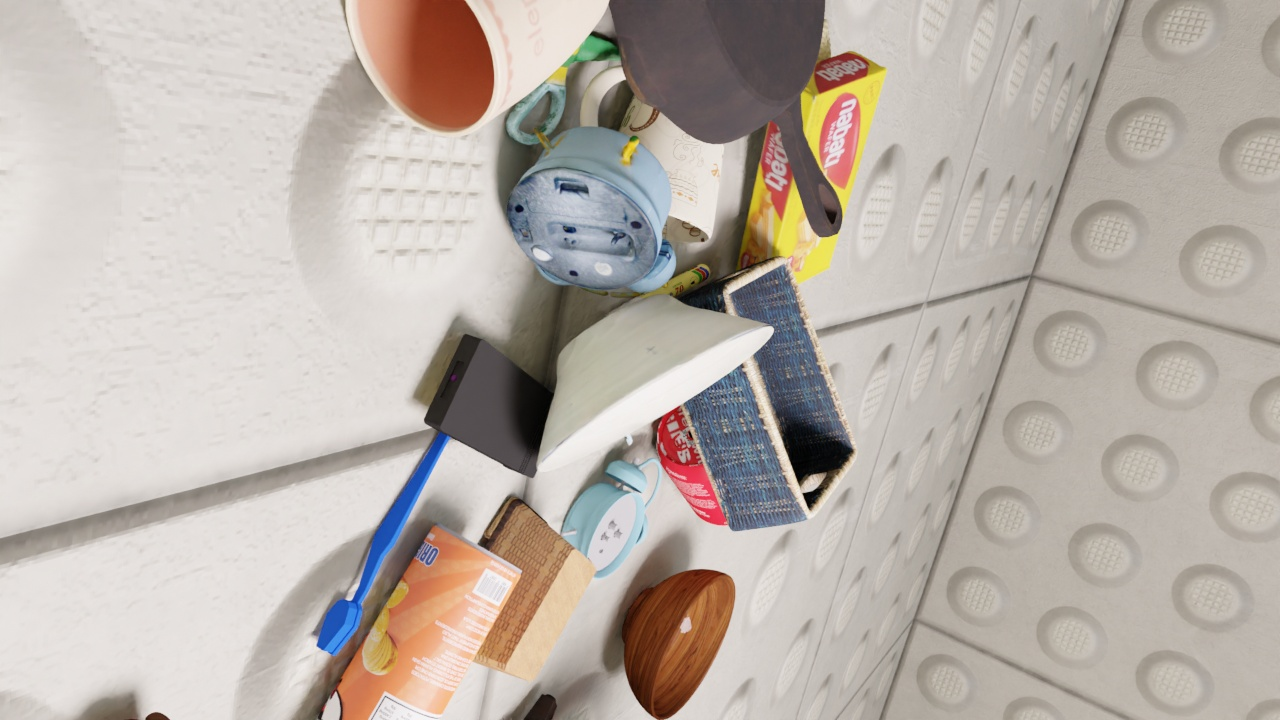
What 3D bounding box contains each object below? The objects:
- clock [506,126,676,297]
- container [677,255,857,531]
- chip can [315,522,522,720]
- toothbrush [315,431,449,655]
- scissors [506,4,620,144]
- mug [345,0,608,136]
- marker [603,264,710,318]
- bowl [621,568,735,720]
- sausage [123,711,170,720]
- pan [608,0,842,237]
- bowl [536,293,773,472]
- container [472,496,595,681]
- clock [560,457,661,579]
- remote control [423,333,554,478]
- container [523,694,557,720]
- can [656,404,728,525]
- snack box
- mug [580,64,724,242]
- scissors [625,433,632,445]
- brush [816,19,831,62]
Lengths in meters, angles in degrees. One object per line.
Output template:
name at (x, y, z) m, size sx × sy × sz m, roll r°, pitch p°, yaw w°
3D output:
clock at (-0.025, -0.079, 0.536) m, size 0.125 × 0.089 × 0.051 m, roll 80°, pitch 23°, yaw -49°
container at (0.094, 0.023, 0.736) m, size 0.145 × 0.071 × 0.187 m, roll -31°, pitch 101°, yaw -58°
chip can at (-0.149, 0.203, 0.539) m, size 0.210 × 0.062 × 0.062 m, roll -60°, pitch 151°, yaw -15°
toothbrush at (-0.136, 0.081, 0.533) m, size 0.186 × 0.016 × 0.011 m, roll -64°, pitch 152°, yaw -13°
scissors at (-0.042, -0.172, 0.523) m, size 0.128 × 0.012 × 0.120 m, roll -14°, pitch 122°, yaw -55°
mug at (-0.073, -0.173, 0.410) m, size 0.104 × 0.085 × 0.111 m, roll -48°, pitch 116°, yaw -38°
marker at (0.015, -0.050, 0.704) m, size 0.132 × 0.014 × 0.014 m, roll -31°, pitch 135°, yaw -49°
bowl at (0.025, 0.258, 0.876) m, size 0.146 × 0.069 × 0.147 m, roll -40°, pitch 142°, yaw -42°
sausage at (-0.237, 0.231, 0.433) m, size 0.040 × 0.040 × 0.156 m, roll -26°, pitch 132°, yaw -52°
pan at (0.081, -0.206, 0.576) m, size 0.356 × 0.043 × 0.248 m, roll 53°, pitch 48°, yaw -43°
bowl at (-0.004, 0.003, 0.596) m, size 0.176 × 0.058 × 0.177 m, roll -30°, pitch 171°, yaw -6°
container at (-0.083, 0.161, 0.627) m, size 0.113 × 0.061 × 0.063 m, roll -59°, pitch 151°, yaw -17°
clock at (-0.017, 0.125, 0.741) m, size 0.122 × 0.042 × 0.087 m, roll -40°, pitch 141°, yaw -40°
remote control at (-0.086, 0.032, 0.571) m, size 0.058 × 0.013 × 0.133 m, roll -66°, pitch 157°, yaw -12°
container at (-0.004, 0.418, 0.688) m, size 0.204 × 0.321 × 0.177 m, roll -56°, pitch 150°, yaw -35°
can at (0.064, 0.094, 0.826) m, size 0.074 × 0.074 × 0.142 m, roll -59°, pitch 151°, yaw -17°
snack box at (0.139, -0.151, 0.774) m, size 0.092 × 0.042 × 0.201 m, roll -27°, pitch 143°, yaw -32°
mug at (0.005, -0.139, 0.578) m, size 0.121 × 0.081 × 0.097 m, roll 18°, pitch 85°, yaw -46°
scissors at (-0.013, 0.025, 0.709) m, size 0.135 × 0.016 × 0.086 m, roll 28°, pitch 83°, yaw -63°
brush at (0.136, -0.237, 0.763) m, size 0.049 × 0.039 × 0.117 m, roll -58°, pitch 154°, yaw -21°
